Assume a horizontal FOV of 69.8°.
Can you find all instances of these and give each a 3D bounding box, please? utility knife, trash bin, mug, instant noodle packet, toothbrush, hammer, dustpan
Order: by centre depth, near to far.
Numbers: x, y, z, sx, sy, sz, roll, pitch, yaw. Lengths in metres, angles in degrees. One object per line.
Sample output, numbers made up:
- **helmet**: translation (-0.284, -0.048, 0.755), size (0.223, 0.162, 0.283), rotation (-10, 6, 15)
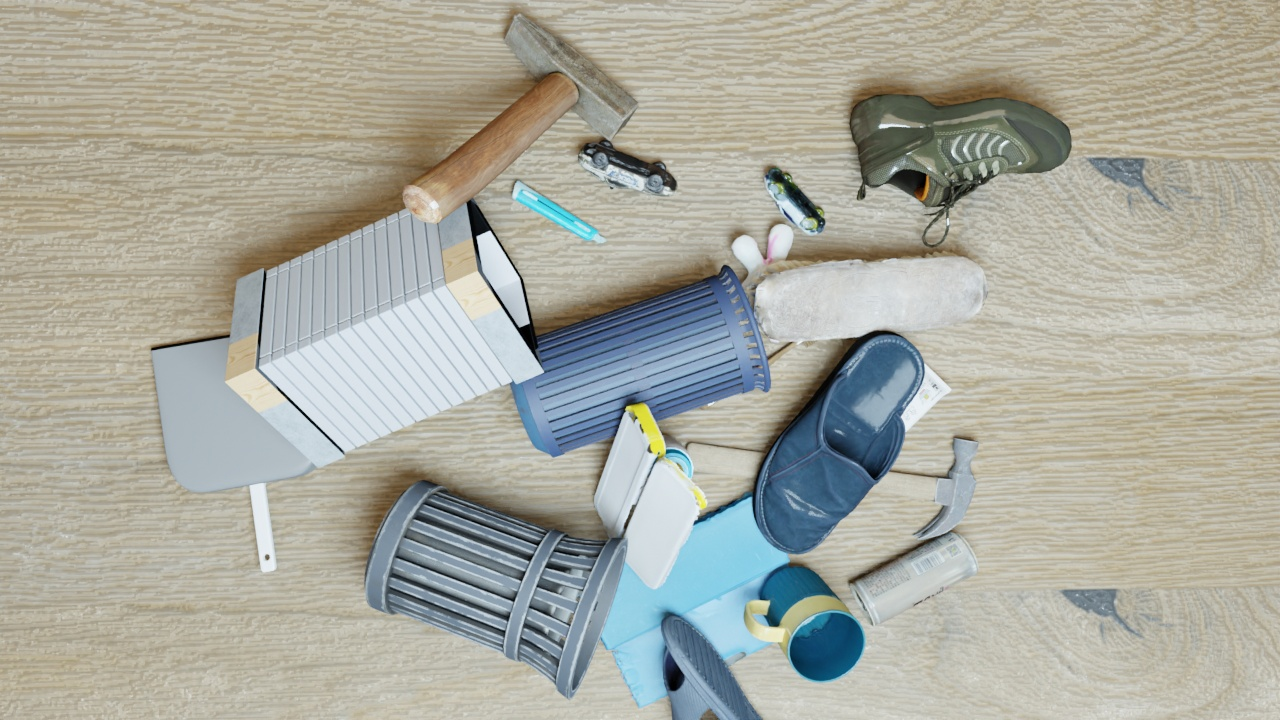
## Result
- **trash bin**: translation (-0.245, -0.033, 0.891), size (0.247, 0.142, 0.142), rotation (-23, 136, 5)
- **hammer**: translation (-0.133, -0.226, 0.894), size (0.158, 0.037, 0.299), rotation (39, 49, -5)
- **trash bin**: translation (-0.148, 0.222, 0.934), size (0.227, 0.164, 0.164), rotation (18, 92, 9)
- **trash bin**: translation (-0.006, 0.006, 0.957), size (0.249, 0.139, 0.139), rotation (-19, 94, -1)
- **mug**: translation (0.165, 0.275, 0.975), size (0.113, 0.107, 0.083), rotation (7, 104, -12)
- **dustpan**: translation (-0.423, 0.100, 0.990), size (0.163, 0.033, 0.257), rotation (-10, 85, -3)
- **utility knife**: translation (-0.089, -0.159, 1.004), size (0.116, 0.016, 0.022), rotation (29, 61, -6)
- **instant noodle packet**: translation (0.270, 0.047, 1.020), size (0.134, 0.026, 0.087), rotation (-44, 83, -10)
- **toothbrush**: translation (0.137, 0.008, 1.026), size (0.167, 0.016, 0.016), rotation (-33, 94, -2)
- **hammer**: translation (0.214, 0.129, 1.032), size (0.331, 0.031, 0.119), rotation (8, 92, -5)

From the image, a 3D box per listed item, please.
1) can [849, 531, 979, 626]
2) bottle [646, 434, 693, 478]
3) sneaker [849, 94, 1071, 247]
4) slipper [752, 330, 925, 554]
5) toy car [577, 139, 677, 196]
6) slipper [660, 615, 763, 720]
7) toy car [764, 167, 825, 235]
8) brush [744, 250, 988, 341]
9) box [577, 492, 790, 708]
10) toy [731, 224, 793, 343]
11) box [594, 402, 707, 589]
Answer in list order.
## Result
- **can**: translation (0.308, 0.244, 1.031), size (0.135, 0.054, 0.054), rotation (-27, 94, -2)
- **bottle**: translation (0.029, 0.110, 0.959), size (0.051, 0.146, 0.051), rotation (0, 93, -4)
- **sneaker**: translation (0.341, -0.200, 0.979), size (0.238, 0.101, 0.143), rotation (5, 82, 1)
- **slipper**: translation (0.209, 0.095, 0.957), size (0.109, 0.083, 0.266), rotation (30, 102, -7)
- **toy car**: translation (-0.014, -0.202, 0.991), size (0.113, 0.048, 0.041), rotation (21, 123, -4)
- **slipper**: translation (0.081, 0.397, 0.995), size (0.082, 0.101, 0.263), rotation (-34, 105, 6)
- **toy car**: translation (0.167, -0.173, 1.009), size (0.090, 0.038, 0.028), rotation (46, 130, -4)
- **brush**: translation (0.244, -0.071, 0.987), size (0.271, 0.056, 0.083), rotation (-6, 103, -12)
- **box**: translation (0.064, 0.271, 1.031), size (0.231, 0.033, 0.174), rotation (-27, 98, -2)
- **toy**: translation (0.144, -0.083, 1.011), size (0.076, 0.037, 0.125), rotation (-16, 100, -7)
- **box**: translation (0.004, 0.143, 0.926), size (0.034, 0.210, 0.129), rotation (-22, 62, -28)
